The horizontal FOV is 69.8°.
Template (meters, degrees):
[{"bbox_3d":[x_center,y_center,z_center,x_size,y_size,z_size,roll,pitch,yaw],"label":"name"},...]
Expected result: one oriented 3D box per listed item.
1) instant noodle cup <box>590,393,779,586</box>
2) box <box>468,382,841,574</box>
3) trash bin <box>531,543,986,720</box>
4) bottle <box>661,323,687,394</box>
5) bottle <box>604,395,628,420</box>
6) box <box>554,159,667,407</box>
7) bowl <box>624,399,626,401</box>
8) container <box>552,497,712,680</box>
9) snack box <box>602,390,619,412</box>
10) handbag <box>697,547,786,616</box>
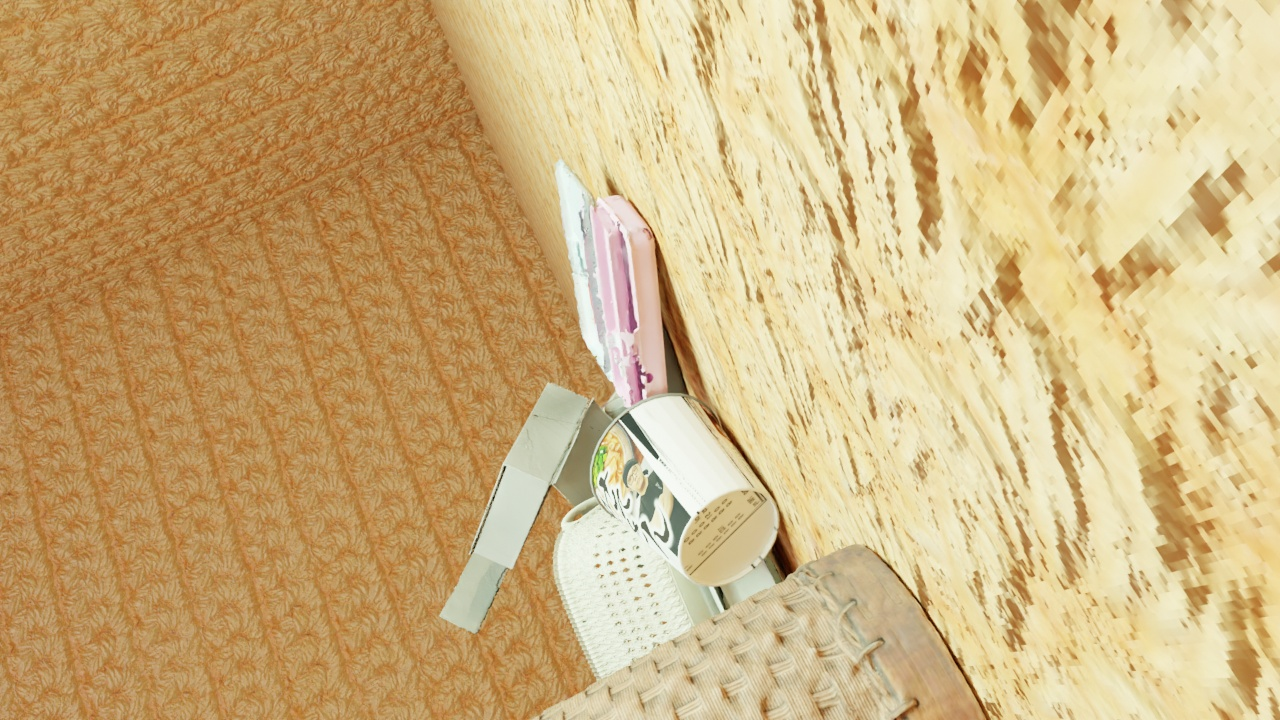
[{"bbox_3d":[0.040,0.107,0.722,0.122,0.123,0.124,43,160,55],"label":"instant noodle cup"},{"bbox_3d":[0.015,0.149,1.072,0.167,0.422,0.174,-67,-22,-54],"label":"box"},{"bbox_3d":[0.049,0.202,0.448,0.151,0.210,0.151,64,176,7],"label":"trash bin"},{"bbox_3d":[0.000,-0.018,0.892,0.174,0.046,0.083,70,173,-50],"label":"bottle"},{"bbox_3d":[0.005,0.133,1.202,0.053,0.053,0.186,-125,11,-68],"label":"bottle"},{"bbox_3d":[-0.023,-0.054,0.767,0.152,0.038,0.202,-122,19,-47],"label":"box"},{"bbox_3d":[-0.006,0.006,1.039,0.110,0.055,0.110,155,91,-85],"label":"bowl"},{"bbox_3d":[0.029,0.251,0.957,0.184,0.143,0.246,-30,-84,-52],"label":"container"},{"bbox_3d":[-0.020,0.127,1.376,0.041,0.143,0.148,10,137,34],"label":"snack box"},{"bbox_3d":[0.098,0.207,0.831,0.176,0.074,0.151,-54,-61,-83],"label":"handbag"}]
